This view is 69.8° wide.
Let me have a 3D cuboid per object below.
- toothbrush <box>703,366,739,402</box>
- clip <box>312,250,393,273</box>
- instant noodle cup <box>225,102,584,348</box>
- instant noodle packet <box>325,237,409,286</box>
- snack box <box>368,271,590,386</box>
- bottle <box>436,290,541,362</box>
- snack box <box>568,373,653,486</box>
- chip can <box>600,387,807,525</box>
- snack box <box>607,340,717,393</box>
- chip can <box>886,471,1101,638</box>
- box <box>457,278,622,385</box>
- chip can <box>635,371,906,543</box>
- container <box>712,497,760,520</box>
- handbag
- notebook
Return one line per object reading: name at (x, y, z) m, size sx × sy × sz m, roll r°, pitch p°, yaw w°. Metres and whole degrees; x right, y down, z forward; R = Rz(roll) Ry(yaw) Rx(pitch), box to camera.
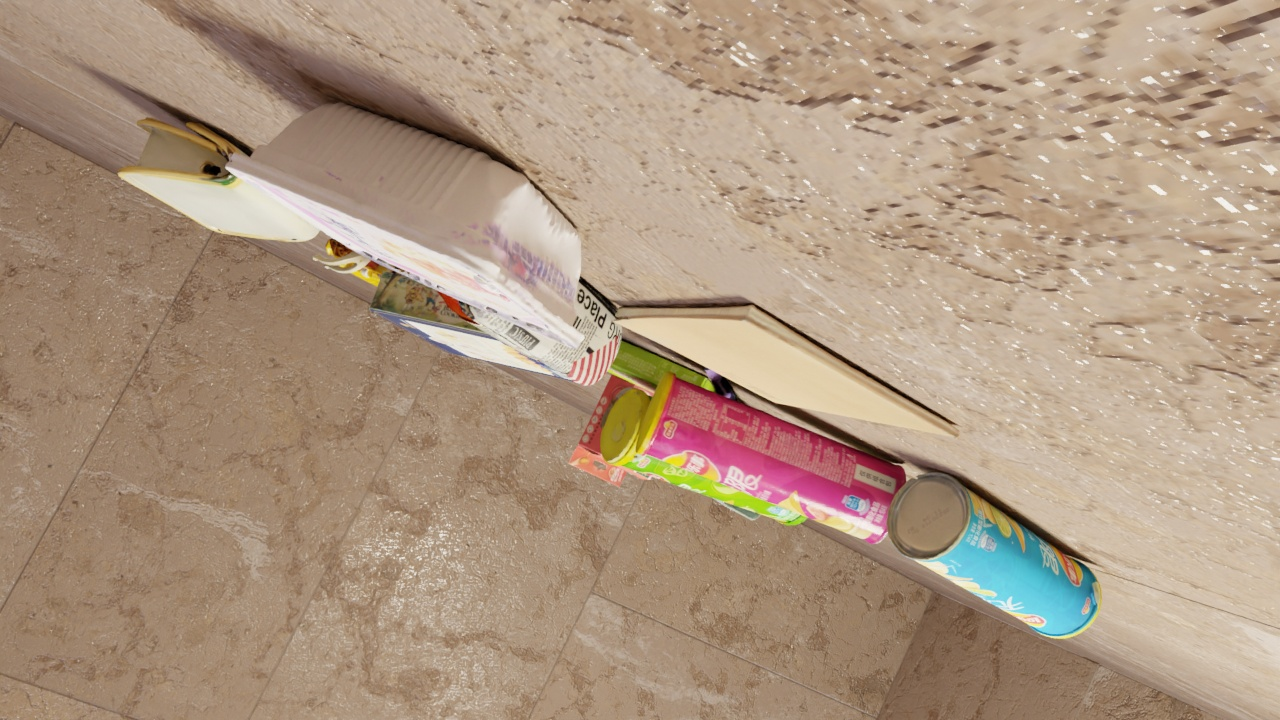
toothbrush at (0.071, 0.024, 0.778) m, size 0.016 × 0.014 × 0.189 m, roll 50°, pitch -179°, yaw 21°
clip at (-0.279, -0.124, 0.927) m, size 0.102 × 0.094 × 0.035 m, roll -14°, pitch 165°, yaw 7°
instant noodle cup at (-0.109, -0.076, 0.484) m, size 0.173 × 0.060 × 0.138 m, roll 25°, pitch 174°, yaw 24°
instant noodle packet at (-0.266, -0.095, 1.011) m, size 0.111 × 0.044 × 0.128 m, roll 22°, pitch 175°, yaw 20°
snack box at (-0.153, -0.030, 0.946) m, size 0.183 × 0.045 × 0.178 m, roll 13°, pitch 170°, yaw 18°
bottle at (-0.120, -0.060, 0.644) m, size 0.060 × 0.059 × 0.206 m, roll 21°, pitch 171°, yaw 42°
snack box at (-0.014, 0.089, 1.105) m, size 0.044 × 0.127 × 0.113 m, roll 21°, pitch 173°, yaw 39°
chip can at (0.071, 0.093, 0.851) m, size 0.221 × 0.072 × 0.073 m, roll 23°, pitch 176°, yaw -26°
snack box at (-0.005, 0.005, 0.856) m, size 0.156 × 0.026 × 0.086 m, roll 24°, pitch 174°, yaw 17°
chip can at (0.287, 0.160, 0.735) m, size 0.210 × 0.071 × 0.071 m, roll 31°, pitch 172°, yaw -33°
box at (-0.067, -0.034, 0.634) m, size 0.060 × 0.071 × 0.164 m, roll 3°, pitch 160°, yaw 28°
chip can at (0.105, 0.080, 0.746) m, size 0.210 × 0.071 × 0.071 m, roll 22°, pitch 174°, yaw -4°
container at (0.104, 0.129, 1.149) m, size 0.111 × 0.090 × 0.090 m, roll 24°, pitch 174°, yaw 44°
handbag at (-0.350, -0.158, 0.839) m, size 0.179 × 0.063 × 0.163 m, roll 10°, pitch 171°, yaw 9°
notebook at (0.080, 0.004, 0.585) m, size 0.149 × 0.012 × 0.212 m, roll 28°, pitch 173°, yaw -19°
